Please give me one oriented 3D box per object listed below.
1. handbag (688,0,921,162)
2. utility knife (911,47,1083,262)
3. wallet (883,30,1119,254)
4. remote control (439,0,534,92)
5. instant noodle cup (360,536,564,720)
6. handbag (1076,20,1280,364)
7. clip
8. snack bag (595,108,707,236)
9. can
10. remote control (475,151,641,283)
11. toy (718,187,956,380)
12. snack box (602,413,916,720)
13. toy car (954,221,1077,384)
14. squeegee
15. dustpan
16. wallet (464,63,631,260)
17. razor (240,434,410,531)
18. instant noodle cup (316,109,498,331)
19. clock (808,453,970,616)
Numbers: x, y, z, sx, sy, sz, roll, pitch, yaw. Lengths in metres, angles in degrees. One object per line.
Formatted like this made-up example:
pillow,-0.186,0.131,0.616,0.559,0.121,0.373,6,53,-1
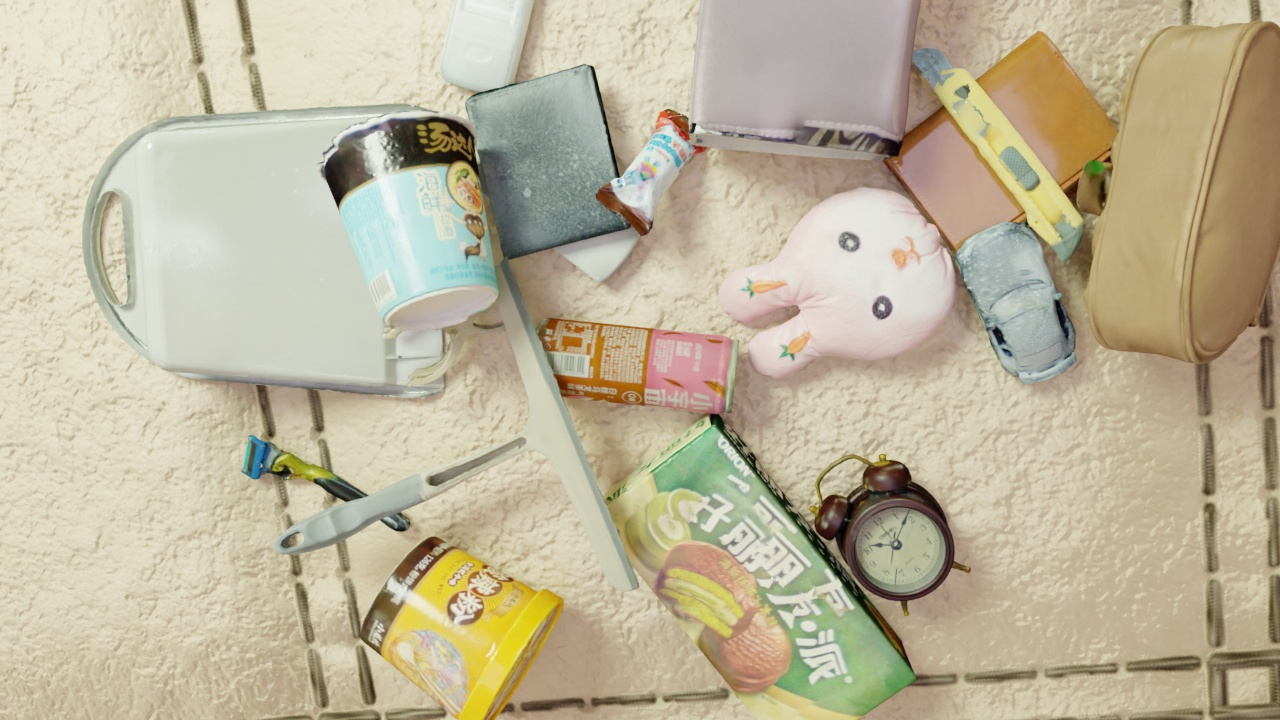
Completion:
handbag,0.112,-0.236,0.599,0.145,0.098,0.197,8,99,7
utility knife,0.239,-0.142,0.614,0.031,0.019,0.175,-38,85,5
wallet,0.251,-0.142,0.632,0.132,0.031,0.108,-38,91,12
remote control,-0.104,-0.261,0.659,0.056,0.020,0.136,16,100,3
instant noodle cup,-0.136,0.202,0.692,0.114,0.118,0.118,31,101,10
handbag,0.348,-0.103,0.584,0.147,0.100,0.204,2,101,-39
clip,-0.148,-0.031,0.682,0.104,0.035,0.089,-45,107,1
snack bag,0.010,-0.134,0.644,0.045,0.026,0.105,39,62,-12
can,-0.004,0.004,0.670,0.147,0.058,0.058,6,99,5
remote control,-0.063,-0.116,0.677,0.135,0.019,0.056,36,100,0
toy,0.139,-0.049,0.651,0.160,0.054,0.121,-28,94,18
snack box,0.084,0.165,0.682,0.114,0.063,0.240,-38,92,9
toy car,0.260,-0.038,0.630,0.054,0.036,0.120,-26,115,16
squeegee,-0.153,0.090,0.666,0.247,0.039,0.246,-24,82,9
dustpan,-0.297,-0.086,0.715,0.257,0.143,0.223,-3,100,-23
wallet,-0.067,-0.141,0.655,0.097,0.019,0.121,-13,95,9
razor,-0.247,0.100,0.732,0.143,0.022,0.043,25,127,-1
instant noodle cup,-0.147,-0.087,0.618,0.111,0.111,0.120,-20,79,9
clock,0.177,0.121,0.669,0.082,0.055,0.122,-39,91,11
